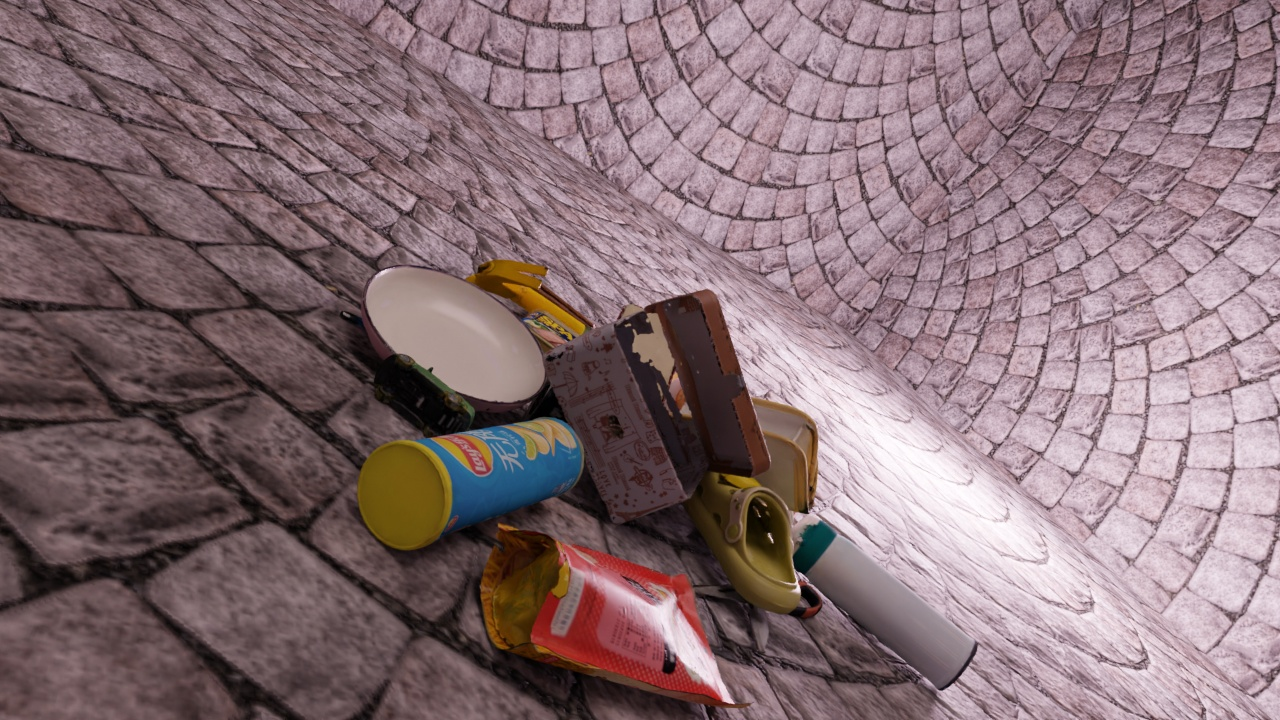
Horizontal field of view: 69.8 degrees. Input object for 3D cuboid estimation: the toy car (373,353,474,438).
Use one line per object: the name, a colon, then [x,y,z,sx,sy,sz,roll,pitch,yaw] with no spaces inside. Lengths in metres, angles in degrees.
toy car: [-0.180,0.031,0.768,0.091,0.043,0.036,38,17,0]

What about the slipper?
slipper: [0.111,0.160,0.894,0.091,0.082,0.190,25,21,-30]

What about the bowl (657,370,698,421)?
bowl: [0.048,0.069,1.104,0.065,0.118,0.118,-1,-8,32]

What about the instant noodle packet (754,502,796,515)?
instant noodle packet: [0.137,0.136,1.088,0.128,0.044,0.110,39,44,4]

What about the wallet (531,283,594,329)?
wallet: [-0.101,-0.061,1.210,0.101,0.020,0.115,37,-10,6]

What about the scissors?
scissors: [0.114,0.222,0.897,0.189,0.015,0.225,31,16,-18]

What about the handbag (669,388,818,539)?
handbag: [0.112,0.117,0.998,0.163,0.179,0.063,12,43,26]

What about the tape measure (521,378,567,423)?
tape measure: [-0.086,0.045,0.894,0.033,0.066,0.065,35,29,-12]

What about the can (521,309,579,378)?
can: [-0.105,-0.007,1.038,0.102,0.057,0.083,36,17,1]

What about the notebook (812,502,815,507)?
notebook: [0.152,0.114,1.271,0.207,0.008,0.147,27,32,-30]

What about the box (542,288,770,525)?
box: [0.034,0.036,0.865,0.182,0.166,0.150,67,18,-5]

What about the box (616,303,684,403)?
box: [-0.006,0.006,1.028,0.091,0.078,0.167,19,40,2]

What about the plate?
plate: [-0.180,-0.015,0.876,0.192,0.039,0.192,29,27,-17]

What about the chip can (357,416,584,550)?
chip can: [-0.116,0.085,0.686,0.071,0.071,0.210,40,15,16]

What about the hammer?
hammer: [-0.074,-0.032,1.135,0.300,0.032,0.129,35,-27,-26]

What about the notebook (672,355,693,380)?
notebook: [0.035,0.013,1.293,0.146,0.010,0.205,36,28,2]

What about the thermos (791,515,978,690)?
thermos: [0.253,0.258,1.002,0.224,0.073,0.073,39,15,12]

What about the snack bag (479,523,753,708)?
snack bag: [-0.012,0.181,0.650,0.207,0.073,0.128,31,19,-40]

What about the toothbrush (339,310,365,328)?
toothbrush: [-0.203,-0.003,0.892,0.189,0.016,0.014,27,26,-22]
